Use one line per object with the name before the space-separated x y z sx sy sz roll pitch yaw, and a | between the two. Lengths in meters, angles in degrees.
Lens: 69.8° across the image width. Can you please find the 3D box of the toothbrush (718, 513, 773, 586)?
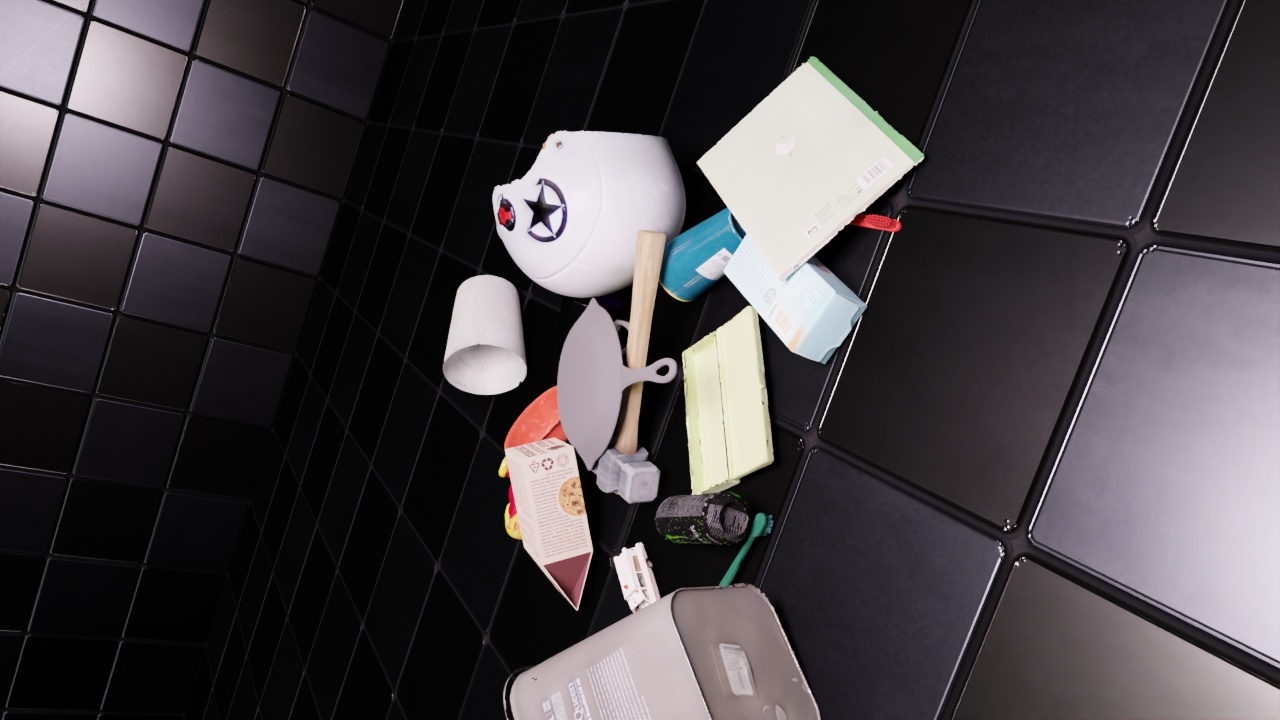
toothbrush | 0.091 0.239 0.964 0.190 0.017 0.016 -64 34 18

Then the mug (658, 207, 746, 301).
mug | 0.082 -0.130 1.082 0.122 0.078 0.078 -30 52 42

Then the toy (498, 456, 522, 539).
toy | -0.169 0.195 1.337 0.106 0.067 0.137 -24 64 49

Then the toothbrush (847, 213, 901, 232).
toothbrush | 0.194 -0.156 0.971 0.213 0.018 0.012 26 99 57

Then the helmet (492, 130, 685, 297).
helmet | -0.057 -0.167 1.184 0.265 0.236 0.163 -36 67 41

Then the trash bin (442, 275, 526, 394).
trash bin | -0.254 -0.047 1.513 0.134 0.133 0.161 -44 38 39

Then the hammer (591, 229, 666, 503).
hammer | -0.007 0.006 1.103 0.117 0.051 0.323 30 117 58

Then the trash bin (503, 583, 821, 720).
trash bin | 0.025 0.332 0.862 0.221 0.197 0.197 -43 55 30

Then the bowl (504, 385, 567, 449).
bowl | -0.132 0.096 1.309 0.131 0.045 0.130 -37 23 18

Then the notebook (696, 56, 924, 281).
notebook | 0.170 -0.215 0.987 0.182 0.010 0.252 -42 41 15

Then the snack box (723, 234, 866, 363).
snack box | 0.157 -0.076 0.961 0.075 0.053 0.174 -59 37 21

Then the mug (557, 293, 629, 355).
mug | -0.060 -0.034 1.263 0.119 0.084 0.100 26 114 28

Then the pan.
pan | -0.045 0.024 1.101 0.355 0.024 0.216 169 103 -65

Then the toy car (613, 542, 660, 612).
toy car | -0.002 0.269 1.068 0.039 0.039 0.113 -51 39 32

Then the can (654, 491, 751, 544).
can | 0.064 0.169 0.981 0.138 0.054 0.054 -21 59 63

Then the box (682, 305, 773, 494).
box | 0.096 0.048 1.025 0.138 0.024 0.186 -41 44 49

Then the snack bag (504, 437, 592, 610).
snack bag | -0.114 0.214 1.197 0.094 0.069 0.206 -171 70 -70
